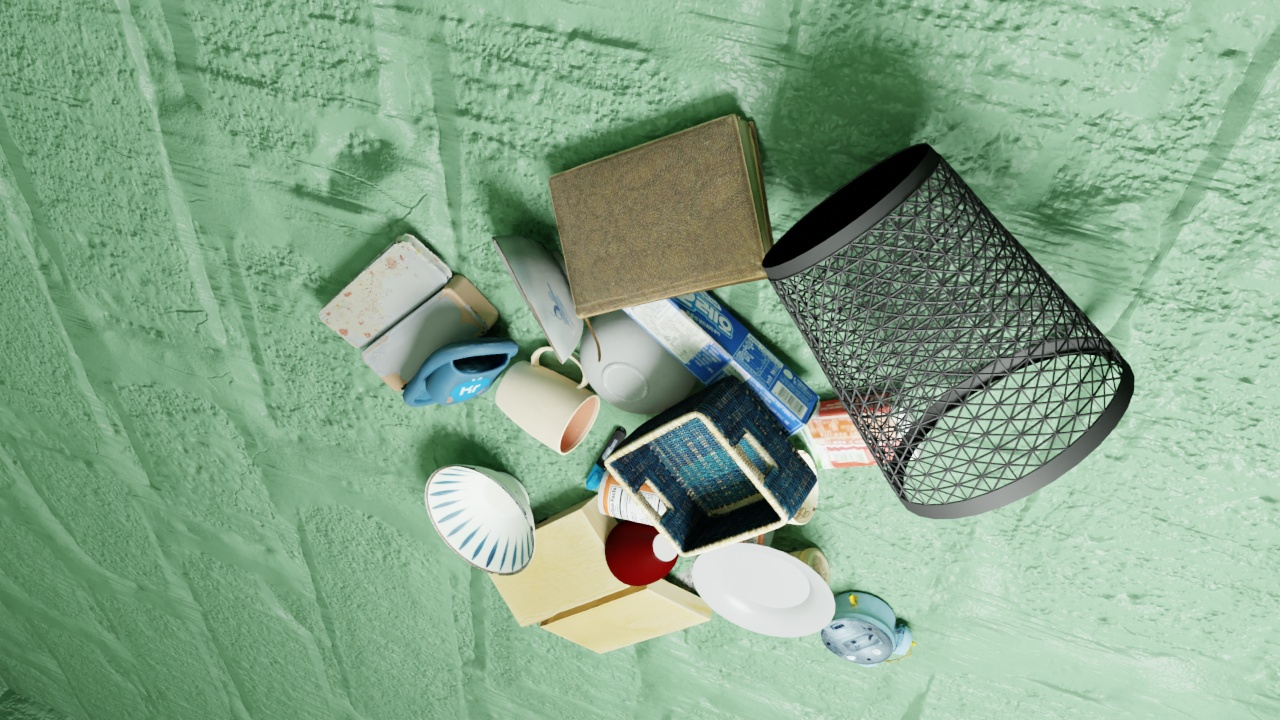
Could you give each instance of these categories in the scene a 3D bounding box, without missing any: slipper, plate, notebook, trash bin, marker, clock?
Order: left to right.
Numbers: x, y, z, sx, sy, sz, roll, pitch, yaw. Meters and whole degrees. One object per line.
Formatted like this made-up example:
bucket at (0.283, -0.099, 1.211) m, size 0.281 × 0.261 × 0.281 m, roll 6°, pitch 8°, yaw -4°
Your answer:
slipper at (-0.213, 0.021, 1.094) m, size 0.214 × 0.103 × 0.059 m, roll -31°, pitch 75°, yaw 50°
marker at (-0.044, 0.125, 1.155) m, size 0.018 × 0.015 × 0.123 m, roll 30°, pitch 132°, yaw 1°
notebook at (0.019, -0.108, 0.860) m, size 0.216 × 0.034 × 0.190 m, roll -9°, pitch 93°, yaw 31°
plate at (0.147, 0.270, 1.098) m, size 0.173 × 0.019 × 0.173 m, roll 13°, pitch 133°, yaw 14°
clock at (0.285, 0.343, 1.151) m, size 0.124 × 0.051 × 0.089 m, roll 40°, pitch 132°, yaw -10°
trash bin at (0.239, -0.033, 0.766) m, size 0.218 × 0.216 × 0.243 m, roll -30°, pitch 103°, yaw 40°

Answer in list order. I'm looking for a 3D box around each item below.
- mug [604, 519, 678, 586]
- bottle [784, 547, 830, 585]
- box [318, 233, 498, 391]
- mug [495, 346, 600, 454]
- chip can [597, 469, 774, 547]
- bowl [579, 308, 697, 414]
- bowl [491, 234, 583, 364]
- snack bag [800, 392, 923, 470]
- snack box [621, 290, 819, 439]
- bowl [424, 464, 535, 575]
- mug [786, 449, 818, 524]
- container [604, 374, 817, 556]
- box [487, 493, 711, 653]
mug at (0.024, 0.237, 1.162) m, size 0.089 × 0.113 × 0.087 m, roll -30°, pitch 69°, yaw 60°
bottle at (0.155, 0.273, 1.153) m, size 0.162 × 0.056 × 0.056 m, roll -18°, pitch 118°, yaw 36°
box at (-0.285, -0.055, 1.110) m, size 0.217 × 0.042 × 0.148 m, roll -28°, pitch 107°, yaw 40°
mug at (-0.107, 0.037, 1.076) m, size 0.104 × 0.085 × 0.112 m, roll 29°, pitch 107°, yaw 17°
chip can at (0.057, 0.178, 1.116) m, size 0.210 × 0.062 × 0.062 m, roll 9°, pitch 130°, yaw 19°
bowl at (-0.006, 0.006, 1.003) m, size 0.132 × 0.064 × 0.132 m, roll 14°, pitch 132°, yaw 16°
bowl at (-0.096, -0.074, 0.959) m, size 0.056 × 0.150 × 0.151 m, roll -30°, pitch 117°, yaw -5°
snack bag at (0.232, 0.075, 0.965) m, size 0.116 × 0.036 × 0.077 m, roll -10°, pitch 121°, yaw 32°
snack box at (0.080, -0.010, 0.937) m, size 0.226 × 0.059 × 0.060 m, roll 42°, pitch 133°, yaw -3°
bowl at (-0.201, 0.200, 1.247) m, size 0.177 × 0.070 × 0.177 m, roll 15°, pitch 124°, yaw 23°
mug at (0.131, 0.122, 1.022) m, size 0.097 × 0.080 × 0.122 m, roll -6°, pitch 105°, yaw 37°
container at (0.069, 0.113, 0.950) m, size 0.145 × 0.071 × 0.188 m, roll 51°, pitch 141°, yaw -4°
box at (-0.070, 0.322, 1.295) m, size 0.261 × 0.096 × 0.248 m, roll 42°, pitch 134°, yaw -19°
